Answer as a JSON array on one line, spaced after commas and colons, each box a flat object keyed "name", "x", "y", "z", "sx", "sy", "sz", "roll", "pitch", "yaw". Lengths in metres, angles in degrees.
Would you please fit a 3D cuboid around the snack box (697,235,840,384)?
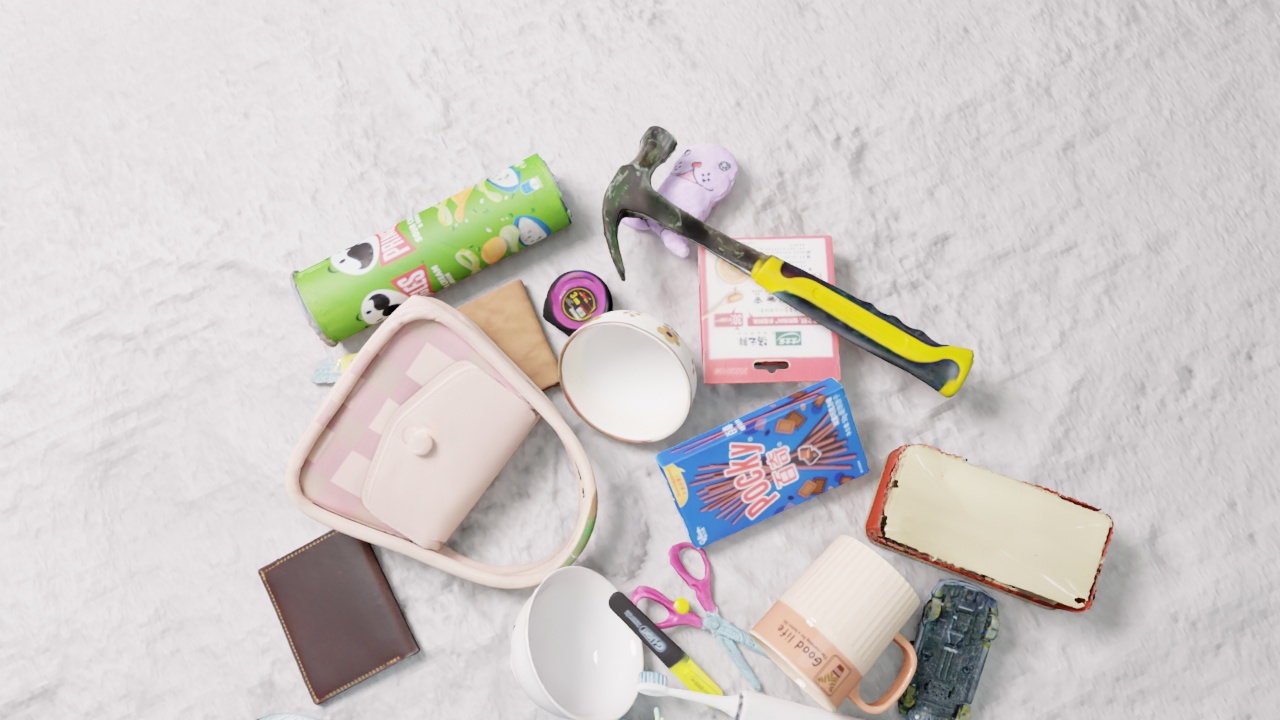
[{"name": "snack box", "x": 0.106, "y": -0.039, "z": 0.772, "sx": 0.113, "sy": 0.044, "sz": 0.127, "roll": -1, "pitch": 77, "yaw": 1}]

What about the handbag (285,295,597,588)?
[{"name": "handbag", "x": -0.141, "y": 0.083, "z": 0.730, "sx": 0.234, "sy": 0.093, "sz": 0.193, "roll": 37, "pitch": 94, "yaw": -1}]

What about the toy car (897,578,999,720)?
[{"name": "toy car", "x": 0.239, "y": 0.231, "z": 0.716, "sx": 0.054, "sy": 0.037, "sz": 0.120, "roll": 16, "pitch": 89, "yaw": 5}]

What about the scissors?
[{"name": "scissors", "x": 0.062, "y": 0.202, "z": 0.739, "sx": 0.137, "sy": 0.017, "sz": 0.096, "roll": 26, "pitch": 71, "yaw": 2}]

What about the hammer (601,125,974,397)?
[{"name": "hammer", "x": 0.112, "y": -0.063, "z": 0.738, "sx": 0.323, "sy": 0.032, "sz": 0.126, "roll": 31, "pitch": 80, "yaw": 7}]

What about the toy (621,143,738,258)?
[{"name": "toy", "x": 0.039, "y": -0.146, "z": 0.802, "sx": 0.084, "sy": 0.039, "sz": 0.108, "roll": 33, "pitch": 82, "yaw": 29}]

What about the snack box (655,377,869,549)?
[{"name": "snack box", "x": 0.099, "y": 0.083, "z": 0.735, "sx": 0.157, "sy": 0.026, "sz": 0.084, "roll": -24, "pitch": 114, "yaw": -3}]

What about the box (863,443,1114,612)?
[{"name": "box", "x": 0.270, "y": 0.127, "z": 0.713, "sx": 0.168, "sy": 0.079, "sz": 0.091, "roll": 20, "pitch": 80, "yaw": 6}]

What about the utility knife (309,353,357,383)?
[{"name": "utility knife", "x": -0.200, "y": 0.005, "z": 0.783, "sx": 0.173, "sy": 0.019, "sz": 0.031, "roll": -5, "pitch": 75, "yaw": 13}]

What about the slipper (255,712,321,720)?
[{"name": "slipper", "x": -0.204, "y": 0.344, "z": 0.689, "sx": 0.245, "sy": 0.074, "sz": 0.104, "roll": 27, "pitch": 79, "yaw": 2}]

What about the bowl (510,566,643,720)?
[{"name": "bowl", "x": -0.061, "y": 0.225, "z": 0.706, "sx": 0.065, "sy": 0.118, "sz": 0.118, "roll": -32, "pitch": 76, "yaw": 34}]

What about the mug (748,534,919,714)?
[{"name": "mug", "x": 0.159, "y": 0.208, "z": 0.699, "sx": 0.114, "sy": 0.082, "sz": 0.105, "roll": 44, "pitch": 78, "yaw": 3}]

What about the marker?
[{"name": "marker", "x": 0.020, "y": 0.227, "z": 0.719, "sx": 0.018, "sy": 0.015, "sz": 0.124, "roll": -44, "pitch": 95, "yaw": 1}]

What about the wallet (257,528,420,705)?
[{"name": "wallet", "x": -0.248, "y": 0.204, "z": 0.749, "sx": 0.096, "sy": 0.020, "sz": 0.122, "roll": -28, "pitch": 79, "yaw": 1}]

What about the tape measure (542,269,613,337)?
[{"name": "tape measure", "x": -0.052, "y": -0.047, "z": 0.784, "sx": 0.057, "sy": 0.039, "sz": 0.058, "roll": 34, "pitch": 86, "yaw": 8}]

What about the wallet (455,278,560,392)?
[{"name": "wallet", "x": -0.135, "y": -0.003, "z": 0.788, "sx": 0.115, "sy": 0.020, "sz": 0.101, "roll": -26, "pitch": 77, "yaw": -1}]

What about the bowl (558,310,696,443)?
[{"name": "bowl", "x": -0.004, "y": 0.004, "z": 0.749, "sx": 0.113, "sy": 0.114, "sz": 0.062, "roll": 23, "pitch": 38, "yaw": 7}]

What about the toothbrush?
[{"name": "toothbrush", "x": 0.105, "y": 0.273, "z": 0.703, "sx": 0.221, "sy": 0.027, "sz": 0.026, "roll": 14, "pitch": 37, "yaw": -2}]

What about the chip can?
[{"name": "chip can", "x": -0.174, "y": -0.096, "z": 0.782, "sx": 0.236, "sy": 0.072, "sz": 0.072, "roll": -28, "pitch": 78, "yaw": -4}]

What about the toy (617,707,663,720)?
[{"name": "toy", "x": -0.025, "y": 0.338, "z": 0.696, "sx": 0.161, "sy": 0.050, "sz": 0.156, "roll": 12, "pitch": 86, "yaw": 13}]
